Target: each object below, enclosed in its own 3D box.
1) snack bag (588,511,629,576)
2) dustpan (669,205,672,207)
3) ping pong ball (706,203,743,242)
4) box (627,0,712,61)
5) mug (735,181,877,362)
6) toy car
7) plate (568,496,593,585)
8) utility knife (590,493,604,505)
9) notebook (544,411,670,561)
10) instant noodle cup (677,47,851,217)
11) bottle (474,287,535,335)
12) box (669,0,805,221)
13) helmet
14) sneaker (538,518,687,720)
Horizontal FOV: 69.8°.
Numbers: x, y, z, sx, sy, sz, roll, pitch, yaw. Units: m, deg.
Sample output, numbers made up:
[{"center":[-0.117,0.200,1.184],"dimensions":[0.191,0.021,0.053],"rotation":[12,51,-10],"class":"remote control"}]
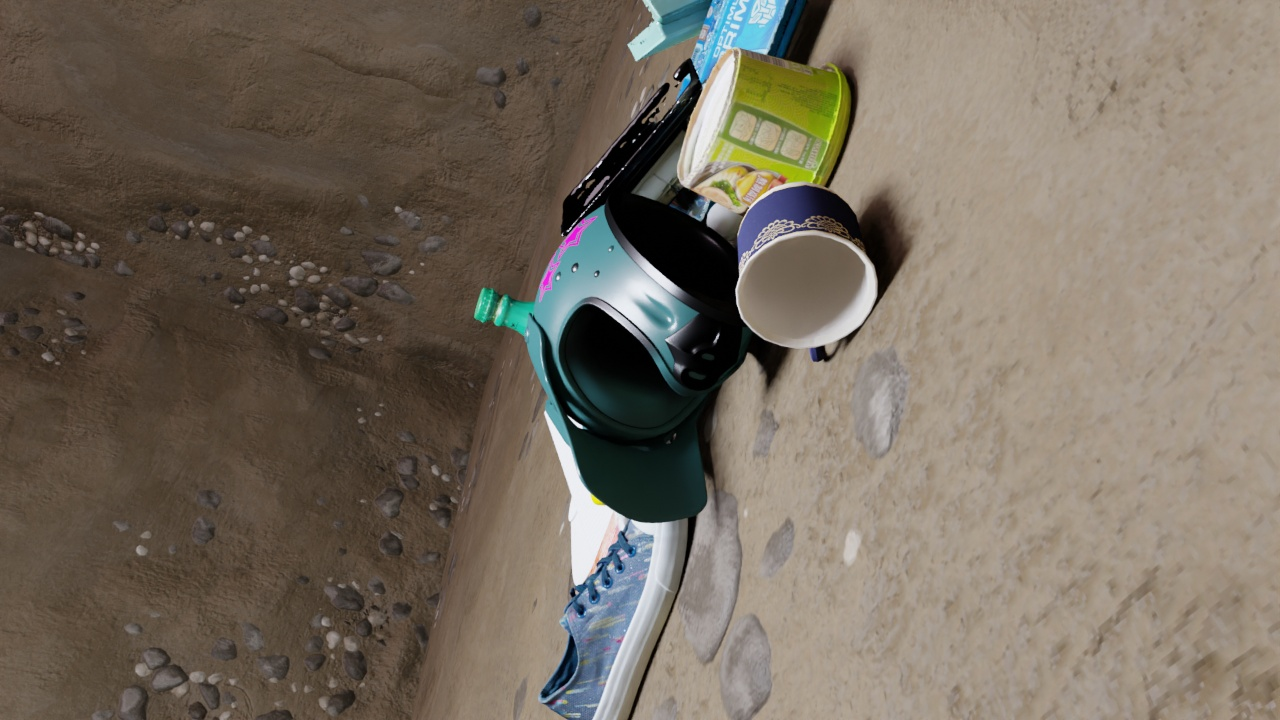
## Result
[{"center":[-0.022,0.201,0.894],"dimensions":[0.077,0.036,0.116],"rotation":[-107,36,-70],"class":"snack bag"},{"center":[0.003,-0.080,1.108],"dimensions":[0.258,0.059,0.245],"rotation":[-58,17,19],"class":"dustpan"},{"center":[0.083,-0.133,0.873],"dimensions":[0.040,0.040,0.040],"rotation":[-164,91,-78],"class":"ping pong ball"},{"center":[0.063,-0.391,0.942],"dimensions":[0.187,0.093,0.077],"rotation":[-31,12,-24],"class":"box"},{"center":[0.108,-0.059,0.608],"dimensions":[0.089,0.086,0.112],"rotation":[-85,-18,-51],"class":"mug"},{"center":[0.009,-0.184,0.869],"dimensions":[0.192,0.071,0.094],"rotation":[-47,24,21],"class":"toy car"},{"center":[-0.058,0.151,1.091],"dimensions":[0.229,0.030,0.229],"rotation":[-164,91,-81],"class":"plate"},{"center":[-0.003,0.115,0.899],"dimensions":[0.173,0.020,0.028],"rotation":[-31,58,53],"class":"utility knife"},{"center":[-0.044,0.076,1.014],"dimensions":[0.178,0.013,0.245],"rotation":[-60,35,30],"class":"notebook"},{"center":[0.096,-0.183,0.754],"dimensions":[0.146,0.098,0.146],"rotation":[-164,91,-78],"class":"instant noodle cup"},{"center":[-0.110,-0.043,1.193],"dimensions":[0.068,0.209,0.068],"rotation":[-163,91,-78],"class":"bottle"},{"center":[0.100,-0.255,0.899],"dimensions":[0.115,0.093,0.244],"rotation":[46,120,53],"class":"box"},{"center":[-0.002,-0.007,0.787],"dimensions":[0.201,0.176,0.274],"rotation":[-62,27,24],"class":"helmet"},{"center":[-0.024,0.209,0.794],"dimensions":[0.087,0.079,0.235],"rotation":[-149,77,-78],"class":"sneaker"}]
